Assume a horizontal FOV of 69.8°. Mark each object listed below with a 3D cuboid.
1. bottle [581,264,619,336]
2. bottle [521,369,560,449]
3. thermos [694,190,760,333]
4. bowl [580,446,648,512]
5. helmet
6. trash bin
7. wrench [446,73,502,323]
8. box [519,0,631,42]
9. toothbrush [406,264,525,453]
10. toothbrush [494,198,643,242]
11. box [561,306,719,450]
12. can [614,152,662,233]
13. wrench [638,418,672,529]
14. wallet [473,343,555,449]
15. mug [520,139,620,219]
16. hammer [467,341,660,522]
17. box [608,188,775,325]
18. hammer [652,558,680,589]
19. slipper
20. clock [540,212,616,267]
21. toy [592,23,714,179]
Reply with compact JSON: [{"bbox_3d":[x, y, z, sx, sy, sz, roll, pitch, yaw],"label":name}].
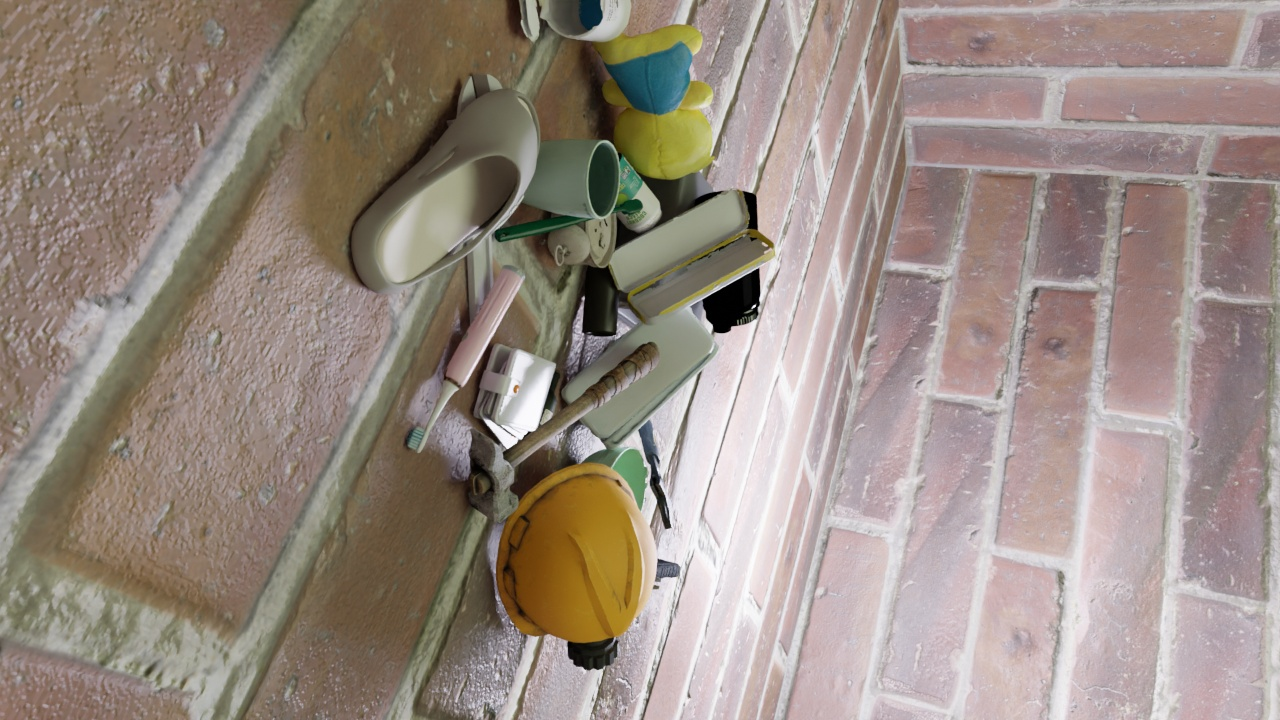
[{"bbox_3d":[-0.048,-0.125,1.204,0.045,0.045,0.184,20,72,-67],"label":"bottle"},{"bbox_3d":[-0.119,0.059,1.126,0.025,0.025,0.105,59,45,-56],"label":"bottle"},{"bbox_3d":[0.127,-0.134,1.309,0.085,0.086,0.199,-48,138,-53],"label":"thermos"},{"bbox_3d":[-0.054,0.186,1.256,0.150,0.077,0.151,9,90,-67],"label":"bowl"},{"bbox_3d":[-0.057,0.263,1.111,0.204,0.131,0.256,-17,122,-29],"label":"helmet"},{"bbox_3d":[0.037,-0.156,1.326,0.191,0.098,0.219,32,67,-65],"label":"trash bin"},{"bbox_3d":[-0.164,-0.155,0.957,0.086,0.018,0.274,-39,134,-58],"label":"wrench"},{"bbox_3d":[-0.074,-0.389,1.009,0.165,0.092,0.083,-47,144,-67],"label":"box"},{"bbox_3d":[-0.179,-0.004,0.943,0.222,0.026,0.027,-64,-166,-23],"label":"toothbrush"},{"bbox_3d":[-0.079,-0.159,1.039,0.189,0.017,0.016,-18,93,-30],"label":"toothbrush"},{"bbox_3d":[-0.009,0.004,1.218,0.215,0.106,0.127,-44,121,-1],"label":"box"},{"bbox_3d":[-0.019,-0.215,1.182,0.101,0.055,0.054,48,50,-30],"label":"can"},{"bbox_3d":[0.009,0.104,1.296,0.073,0.022,0.273,54,21,-70],"label":"wrench"},{"bbox_3d":[-0.146,0.047,1.046,0.118,0.037,0.115,26,79,-67],"label":"wallet"},{"bbox_3d":[-0.079,-0.208,1.022,0.111,0.104,0.084,-42,135,-55],"label":"mug"},{"bbox_3d":[-0.080,0.061,1.073,0.317,0.049,0.122,-36,143,-40],"label":"hammer"},{"bbox_3d":[0.066,-0.133,1.191,0.117,0.209,0.057,59,-13,5],"label":"box"},{"bbox_3d":[0.007,0.329,1.431,0.333,0.118,0.025,35,68,-71],"label":"hammer"},{"bbox_3d":[-0.155,-0.157,0.859,0.265,0.081,0.113,-52,141,-35],"label":"slipper"},{"bbox_3d":[-0.079,-0.155,1.101,0.156,0.061,0.103,-61,148,-54],"label":"clock"},{"bbox_3d":[0.018,-0.317,1.160,0.083,0.149,0.214,-75,163,-45],"label":"toy"}]
